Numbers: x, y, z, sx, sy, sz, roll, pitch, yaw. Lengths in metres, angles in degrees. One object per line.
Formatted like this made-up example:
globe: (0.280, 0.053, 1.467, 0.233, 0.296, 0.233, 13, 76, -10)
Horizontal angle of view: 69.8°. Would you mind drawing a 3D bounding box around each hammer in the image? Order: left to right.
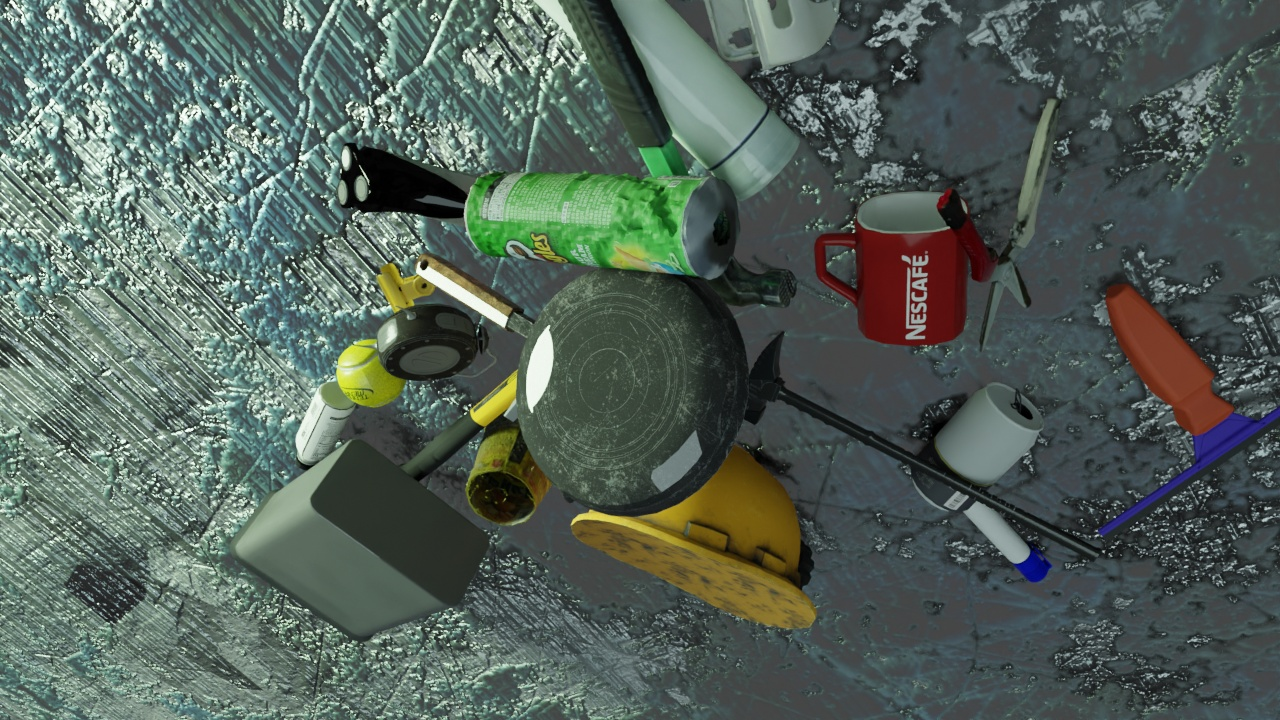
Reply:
hammer: (-0.160, 0.058, 0.886, 0.029, 0.126, 0.325, 35, 131, -22)
hammer: (0.009, -0.160, 0.674, 0.130, 0.032, 0.319, 10, 145, 39)
hammer: (0.240, 0.082, 0.797, 0.325, 0.015, 0.095, 28, 124, 16)

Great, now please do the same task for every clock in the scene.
clock: (-0.195, -0.018, 0.858, 0.091, 0.043, 0.122, -33, 148, 34)

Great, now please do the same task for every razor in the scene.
razor: (-0.177, -0.142, 0.782, 0.156, 0.060, 0.057, 8, 115, -16)

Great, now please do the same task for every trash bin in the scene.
trash bin: (-0.299, 0.197, 0.972, 0.192, 0.097, 0.220, 42, 137, -18)

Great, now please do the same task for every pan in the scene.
pan: (-0.075, -0.016, 0.741, 0.357, 0.040, 0.208, 29, 97, 29)

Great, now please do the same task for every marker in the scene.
marker: (0.347, 0.164, 0.884, 0.027, 0.023, 0.133, -43, 107, 10)

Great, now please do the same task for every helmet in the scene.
helmet: (0.068, 0.145, 0.865, 0.206, 0.131, 0.255, -4, 148, 48)

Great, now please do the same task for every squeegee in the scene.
squeegee: (0.430, 0.008, 0.742, 0.250, 0.055, 0.185, -40, 108, 13)

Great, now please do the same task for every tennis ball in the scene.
tennis ball: (-0.261, 0.012, 0.894, 0.065, 0.065, 0.065, 6, 124, 9)

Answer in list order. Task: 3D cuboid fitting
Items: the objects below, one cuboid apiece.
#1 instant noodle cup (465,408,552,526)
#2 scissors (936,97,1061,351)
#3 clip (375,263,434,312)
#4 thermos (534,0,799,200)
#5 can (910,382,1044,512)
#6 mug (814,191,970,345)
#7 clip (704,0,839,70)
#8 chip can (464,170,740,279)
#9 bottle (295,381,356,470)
instant noodle cup: (-0.119, 0.101, 0.895, 0.102, 0.108, 0.102, 6, 122, 9)
scissors: (0.277, -0.104, 0.687, 0.199, 0.015, 0.179, 25, 93, -47)
clip: (-0.218, -0.065, 0.856, 0.048, 0.046, 0.054, 5, 127, 40)
thermos: (0.017, -0.218, 0.676, 0.230, 0.067, 0.068, 41, 122, -16)
can: (0.298, 0.074, 0.809, 0.064, 0.064, 0.128, 27, 125, -6)
mug: (0.198, -0.073, 0.726, 0.116, 0.080, 0.097, 2, 124, 19)
clip: (0.105, -0.270, 0.616, 0.151, 0.109, 0.127, -4, 126, 27)
chip can: (-0.032, -0.106, 0.693, 0.224, 0.075, 0.075, 11, 129, 37)
bottle: (-0.337, 0.073, 0.967, 0.041, 0.041, 0.116, 31, 124, -8)
